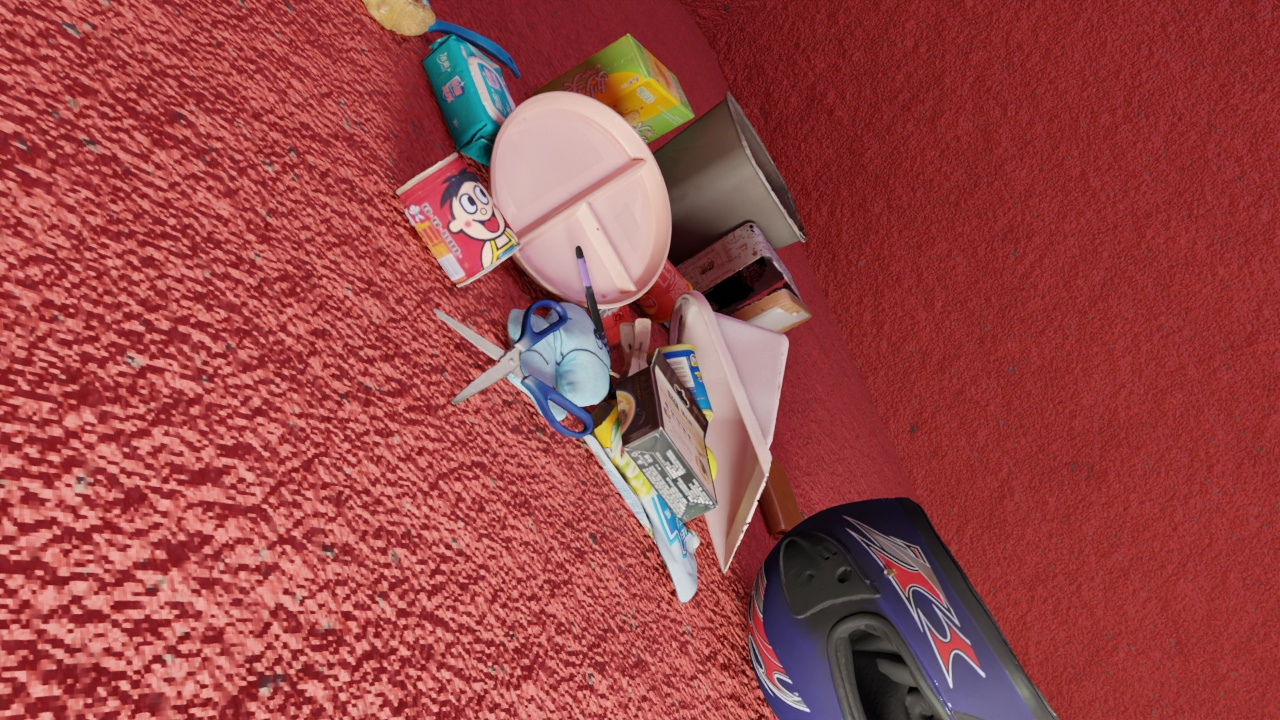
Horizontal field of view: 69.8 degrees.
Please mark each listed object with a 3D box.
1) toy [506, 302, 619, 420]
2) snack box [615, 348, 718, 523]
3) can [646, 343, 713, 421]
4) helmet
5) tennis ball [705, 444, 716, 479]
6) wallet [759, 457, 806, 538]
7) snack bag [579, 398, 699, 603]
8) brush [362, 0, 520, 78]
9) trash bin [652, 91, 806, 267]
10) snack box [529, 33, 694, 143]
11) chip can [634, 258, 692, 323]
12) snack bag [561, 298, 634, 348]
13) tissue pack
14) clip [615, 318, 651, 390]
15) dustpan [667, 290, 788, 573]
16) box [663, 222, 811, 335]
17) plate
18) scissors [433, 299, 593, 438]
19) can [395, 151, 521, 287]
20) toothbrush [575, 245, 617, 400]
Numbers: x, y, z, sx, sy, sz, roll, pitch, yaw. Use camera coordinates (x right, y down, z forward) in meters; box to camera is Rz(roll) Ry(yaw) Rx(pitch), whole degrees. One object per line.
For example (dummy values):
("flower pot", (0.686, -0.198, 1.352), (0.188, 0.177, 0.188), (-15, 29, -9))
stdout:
("toy", (-0.070, -0.002, 0.847), (0.156, 0.050, 0.161), (41, 33, -43))
("snack box", (0.027, 0.071, 0.881), (0.113, 0.053, 0.125), (55, 14, -31))
("can", (0.037, 0.043, 1.006), (0.102, 0.057, 0.083), (109, -31, -60))
("helmet", (0.236, 0.295, 0.928), (0.247, 0.240, 0.315), (52, 10, -30))
("tennis ball", (0.048, 0.114, 0.974), (0.065, 0.066, 0.065), (52, 21, -30))
("wallet", (0.196, 0.195, 1.314), (0.107, 0.031, 0.131), (32, 36, -52))
("snack bag", (0.007, 0.132, 0.888), (0.191, 0.039, 0.110), (60, 7, -11))
("brush", (-0.203, -0.352, 0.969), (0.254, 0.046, 0.083), (7, 53, -61))
("trash bin", (0.094, -0.229, 1.336), (0.198, 0.220, 0.198), (46, 24, -38))
("snack box", (-0.033, -0.349, 1.259), (0.070, 0.158, 0.209), (67, 18, 8))
("chip can", (-0.017, -0.135, 1.141), (0.216, 0.073, 0.073), (46, 24, -41))
("snack bag", (-0.065, -0.111, 1.000), (0.128, 0.073, 0.208), (-32, 103, -65))
("tissue pack", (-0.166, -0.260, 0.947), (0.093, 0.050, 0.133), (13, 52, -66))
("clip", (-0.004, 0.006, 0.972), (0.070, 0.034, 0.100), (167, -77, -67))
("dustpan", (0.071, 0.063, 1.014), (0.223, 0.139, 0.272), (101, 5, -49))
("box", (0.129, -0.061, 1.263), (0.146, 0.181, 0.148), (45, 21, -40))
("plate", (-0.061, -0.164, 0.948), (0.229, 0.028, 0.229), (9, 75, -38))
("scissors", (-0.097, 0.001, 0.755), (0.175, 0.012, 0.162), (43, 41, -23))
("can", (-0.151, -0.117, 0.760), (0.094, 0.067, 0.066), (57, 19, -15))
("toothbrush", (-0.039, -0.025, 0.922), (0.014, 0.017, 0.189), (-30, 116, -37))
